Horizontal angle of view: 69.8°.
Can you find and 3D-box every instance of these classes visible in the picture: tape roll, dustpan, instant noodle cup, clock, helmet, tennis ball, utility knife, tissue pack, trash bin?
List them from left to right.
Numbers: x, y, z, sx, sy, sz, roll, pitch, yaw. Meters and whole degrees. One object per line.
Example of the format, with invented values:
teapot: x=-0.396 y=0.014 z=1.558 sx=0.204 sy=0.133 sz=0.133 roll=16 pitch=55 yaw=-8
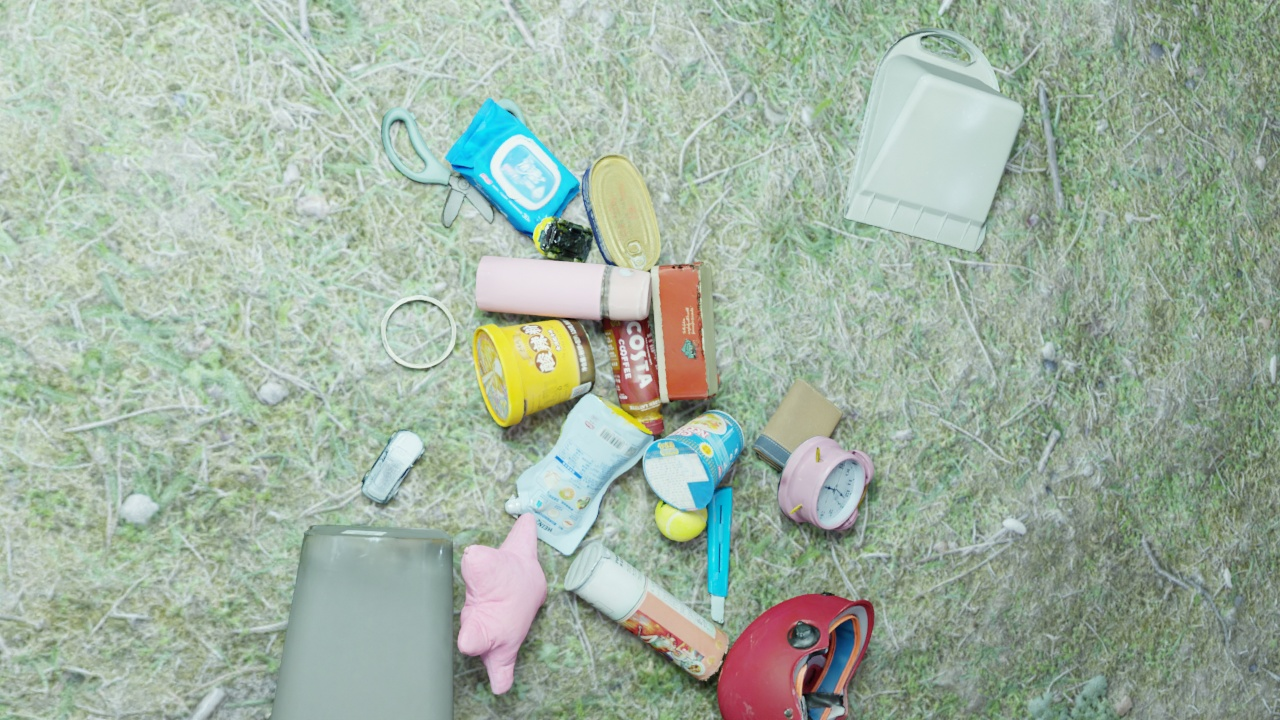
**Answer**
trash bin: x=-0.294 y=0.294 z=0.991 sx=0.198 sy=0.199 sz=0.219 roll=5 pitch=84 yaw=-17
tape roll: x=-0.260 y=-0.034 z=1.077 sx=0.085 sy=0.014 sz=0.086 roll=0 pitch=91 yaw=-16
tissue pack: x=-0.145 y=-0.220 z=1.071 sx=0.157 sy=0.052 sz=0.095 roll=43 pitch=78 yaw=-30
instant noodle cup: x=-0.122 y=0.007 z=1.071 sx=0.114 sy=0.119 sz=0.118 roll=-14 pitch=95 yaw=-24
tennis ball: x=0.051 y=0.194 z=1.150 sx=0.065 sy=0.065 sz=0.065 roll=0 pitch=91 yaw=-17
instant noodle cup: x=0.072 y=0.116 z=1.128 sx=0.109 sy=0.099 sz=0.099 roll=-37 pitch=104 yaw=-48
utility knife: x=0.102 y=0.254 z=1.193 sx=0.034 sy=0.018 sz=0.179 roll=0 pitch=93 yaw=-17
helmet: x=0.185 y=0.389 z=1.149 sx=0.239 sy=0.144 sz=0.207 roll=-56 pitch=144 yaw=-27
clock: x=0.250 y=0.165 z=1.197 sx=0.158 sy=0.060 sz=0.117 roll=16 pitch=95 yaw=-46
dustpan: x=0.403 y=-0.316 z=1.273 sx=0.222 sy=0.142 sz=0.258 roll=11 pitch=117 yaw=-17

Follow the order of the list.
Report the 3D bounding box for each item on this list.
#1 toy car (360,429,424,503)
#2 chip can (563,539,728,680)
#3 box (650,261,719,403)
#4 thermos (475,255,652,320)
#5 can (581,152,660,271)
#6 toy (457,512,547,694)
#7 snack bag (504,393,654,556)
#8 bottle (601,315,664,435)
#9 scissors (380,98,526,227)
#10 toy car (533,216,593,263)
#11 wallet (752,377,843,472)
toy car: x=-0.287 y=0.122 z=1.064 sx=0.043 sy=0.034 sz=0.090 roll=34 pitch=80 yaw=-11
chip can: x=0.010 y=0.311 z=1.138 sx=0.214 sy=0.071 sz=0.071 roll=38 pitch=81 yaw=-15
box: x=0.064 y=-0.036 z=1.126 sx=0.077 sy=0.091 sz=0.168 roll=-3 pitch=93 yaw=14
thermos: x=-0.086 y=-0.088 z=1.074 sx=0.198 sy=0.087 sz=0.067 roll=3 pitch=122 yaw=5
can: x=-0.025 y=-0.177 z=1.125 sx=0.074 sy=0.049 sz=0.148 roll=-20 pitch=97 yaw=-15
toy: x=-0.156 y=0.257 z=1.039 sx=0.194 sy=0.075 sz=0.179 roll=-69 pitch=151 yaw=-43
snack bag: x=-0.076 y=0.138 z=1.109 sx=0.110 sy=0.039 sz=0.191 roll=33 pitch=100 yaw=-22
bottle: x=-0.007 y=0.007 z=1.131 sx=0.057 sy=0.057 sz=0.175 roll=-13 pitch=95 yaw=-16
scissors: x=-0.224 y=-0.250 z=1.079 sx=0.179 sy=0.019 sz=0.170 roll=26 pitch=88 yaw=-18
toy car: x=-0.093 y=-0.143 z=1.092 sx=0.032 sy=0.105 sz=0.048 roll=21 pitch=97 yaw=27
wallet: x=0.208 y=0.093 z=1.214 sx=0.090 sy=0.033 sz=0.115 roll=36 pitch=80 yaw=-17
